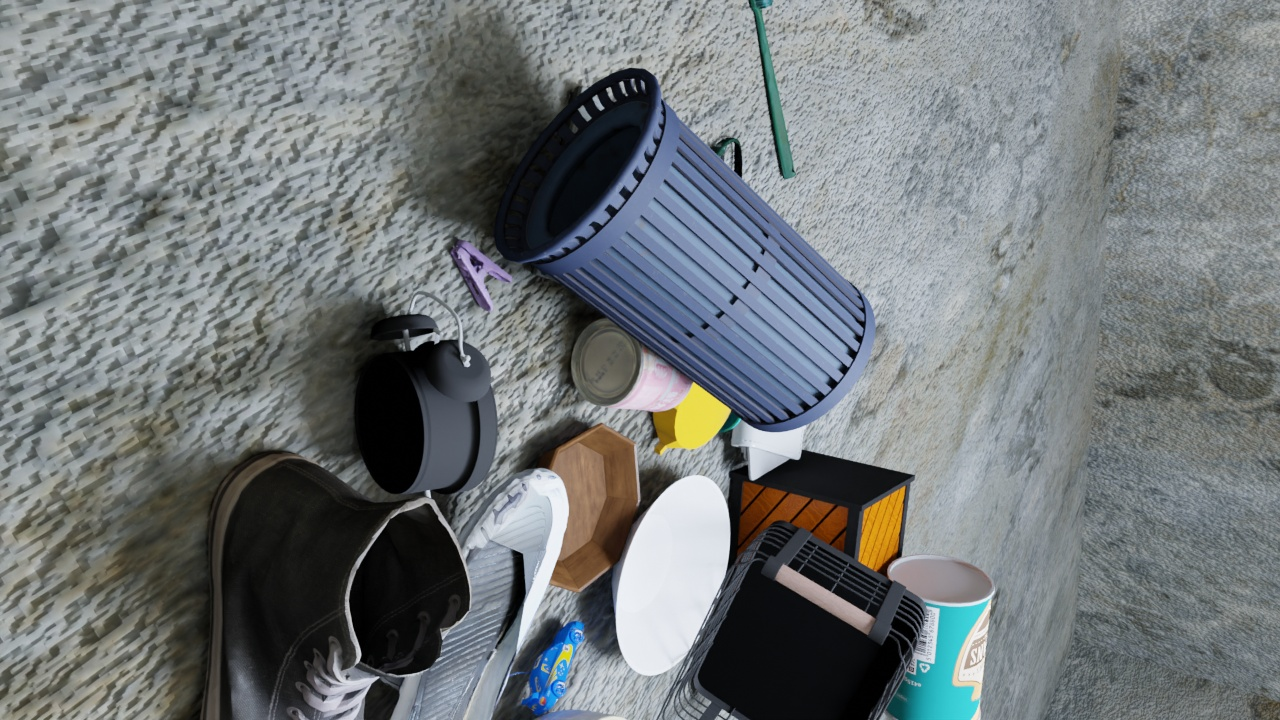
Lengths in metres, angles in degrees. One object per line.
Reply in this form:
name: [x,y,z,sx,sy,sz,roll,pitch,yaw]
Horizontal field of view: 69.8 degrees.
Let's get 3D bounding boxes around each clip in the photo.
clip: [-0.104,-0.056,0.586,0.050,0.013,0.029,52,56,-44]

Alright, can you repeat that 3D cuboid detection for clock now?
clock: [0.058,0.028,0.805,0.129,0.044,0.099,-31,134,-36]
clock: [-0.121,0.022,0.515,0.042,0.091,0.121,-6,118,-43]

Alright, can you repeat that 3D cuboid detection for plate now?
plate: [0.018,0.182,0.801,0.173,0.036,0.174,-19,115,-51]
plate: [-0.048,0.110,0.698,0.131,0.025,0.131,-19,115,-51]

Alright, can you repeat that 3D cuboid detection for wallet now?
wallet: [0.129,0.065,0.919,0.118,0.038,0.115,21,75,-54]

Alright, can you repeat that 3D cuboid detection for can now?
can: [0.291,0.280,0.911,0.099,0.099,0.144,-20,115,-51]
can: [-0.004,0.004,0.695,0.076,0.067,0.067,8,93,-55]

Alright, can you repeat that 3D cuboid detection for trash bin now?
trash bin: [0.180,0.199,0.944,0.139,0.140,0.172,-10,107,-53]
trash bin: [0.042,-0.058,0.616,0.249,0.139,0.139,36,68,-33]

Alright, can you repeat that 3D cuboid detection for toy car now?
toy car: [-0.085,0.227,0.685,0.062,0.033,0.091,31,47,-12]

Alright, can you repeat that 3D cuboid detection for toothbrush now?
toothbrush: [0.125,-0.256,0.851,0.016,0.017,0.190,-48,134,-37]

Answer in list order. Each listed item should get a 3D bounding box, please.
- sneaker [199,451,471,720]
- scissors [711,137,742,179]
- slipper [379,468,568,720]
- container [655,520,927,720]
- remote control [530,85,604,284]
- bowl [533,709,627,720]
sneaker: [-0.153,0.170,0.473,0.095,0.120,0.235,-1,96,-55]
scissors: [0.043,-0.110,0.778,0.201,0.015,0.205,29,74,-53]
slipper: [-0.125,0.182,0.581,0.111,0.063,0.264,-1,112,-56]
container: [0.130,0.280,0.814,0.130,0.163,0.242,-19,135,-64]
remote control: [-0.049,-0.123,0.642,0.033,0.013,0.136,15,86,-55]
bowl: [-0.070,0.327,0.682,0.150,0.075,0.151,-18,112,-51]
